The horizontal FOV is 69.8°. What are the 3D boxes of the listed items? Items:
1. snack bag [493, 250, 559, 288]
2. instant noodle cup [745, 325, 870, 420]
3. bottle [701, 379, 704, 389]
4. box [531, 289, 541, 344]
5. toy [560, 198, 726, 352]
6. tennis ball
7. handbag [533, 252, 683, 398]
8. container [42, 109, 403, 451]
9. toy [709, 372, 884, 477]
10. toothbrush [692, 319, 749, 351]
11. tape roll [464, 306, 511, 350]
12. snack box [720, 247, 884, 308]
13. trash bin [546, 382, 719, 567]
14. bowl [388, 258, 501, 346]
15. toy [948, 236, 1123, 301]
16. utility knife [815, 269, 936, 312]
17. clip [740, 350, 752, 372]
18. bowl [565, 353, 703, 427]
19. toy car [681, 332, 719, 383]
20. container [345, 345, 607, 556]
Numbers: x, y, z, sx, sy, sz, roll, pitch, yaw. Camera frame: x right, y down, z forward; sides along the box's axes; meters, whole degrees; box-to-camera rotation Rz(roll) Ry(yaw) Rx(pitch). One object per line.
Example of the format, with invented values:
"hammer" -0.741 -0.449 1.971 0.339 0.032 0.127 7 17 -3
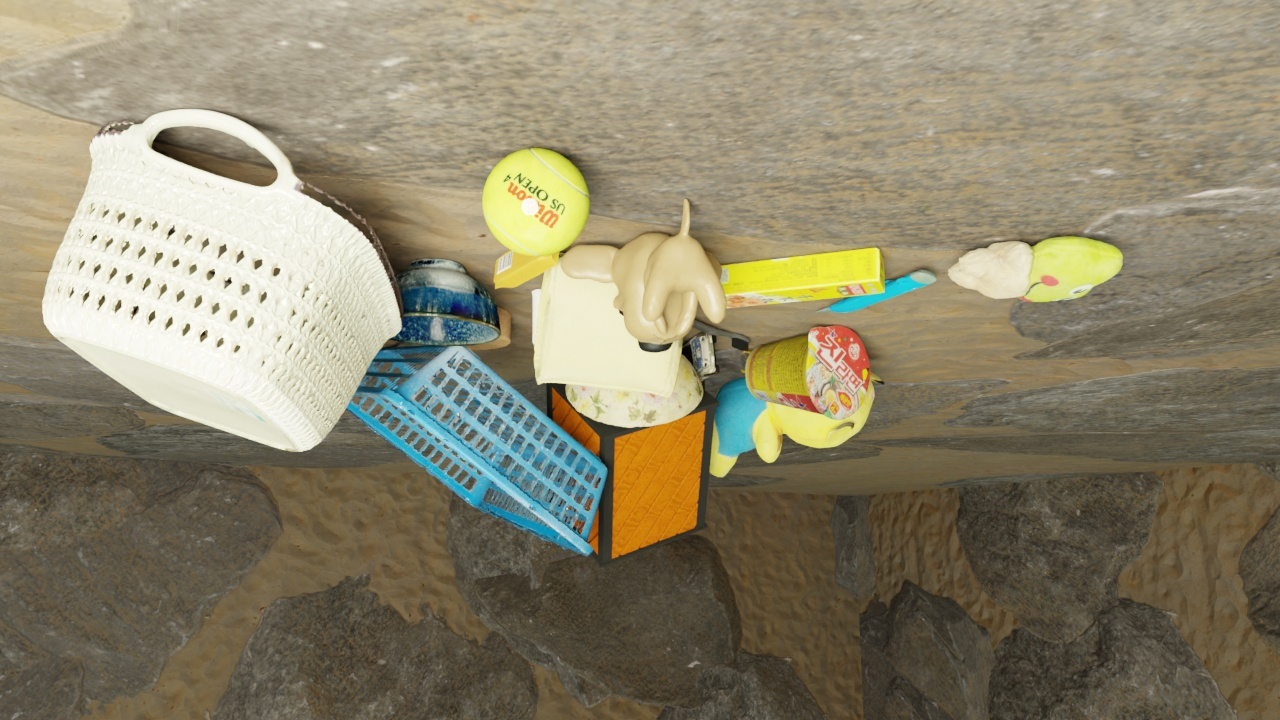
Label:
"snack bag" -0.091 -0.080 0.736 0.020 0.026 0.099 15 160 -33
"instant noodle cup" 0.179 0.015 1.019 0.100 0.100 0.113 9 172 -35
"bottle" 0.000 0.032 1.145 0.157 0.067 0.068 -1 168 9
"box" -0.045 -0.016 0.872 0.103 0.095 0.107 -6 164 23
"toy" 0.018 -0.059 0.682 0.134 0.105 0.108 0 179 -18
"tennis ball" -0.064 -0.096 0.562 0.065 0.065 0.065 0 168 0
"handbag" -0.025 -0.031 0.767 0.119 0.111 0.081 6 -166 -10
"container" -0.267 -0.036 0.610 0.185 0.143 0.252 17 161 -2
"toy" 0.180 0.057 1.119 0.214 0.148 0.084 -11 131 28
"toothbrush" 0.070 -0.034 0.973 0.013 0.013 0.167 -9 162 37
"tape roll" -0.180 -0.034 0.940 0.094 0.027 0.094 1 168 0
"snack box" 0.128 -0.068 0.772 0.148 0.029 0.040 -4 167 21
"trash bin" -0.015 0.103 1.033 0.139 0.172 0.140 -15 -146 -27
"bowl" -0.175 -0.052 0.782 0.114 0.060 0.114 1 170 0
"toy" 0.305 -0.071 0.720 0.118 0.043 0.092 2 169 3
"utility knife" 0.212 -0.060 0.840 0.031 0.015 0.175 8 167 -20
"clip" 0.145 0.003 1.109 0.054 0.047 0.047 2 143 -13
"bowl" -0.006 0.005 0.965 0.145 0.063 0.145 1 -151 -1
"toy car" 0.059 0.000 1.041 0.040 0.048 0.113 -3 168 -15
"container" -0.192 0.078 0.995 0.257 0.089 0.363 43 161 -22
